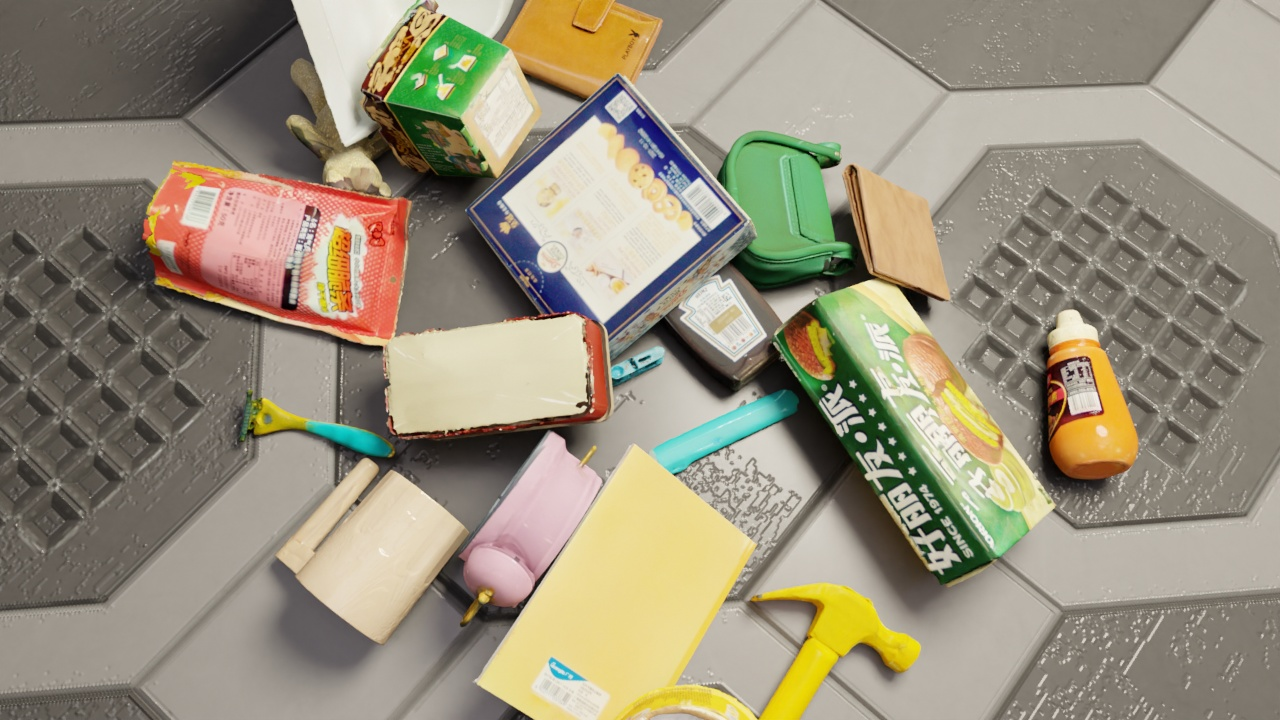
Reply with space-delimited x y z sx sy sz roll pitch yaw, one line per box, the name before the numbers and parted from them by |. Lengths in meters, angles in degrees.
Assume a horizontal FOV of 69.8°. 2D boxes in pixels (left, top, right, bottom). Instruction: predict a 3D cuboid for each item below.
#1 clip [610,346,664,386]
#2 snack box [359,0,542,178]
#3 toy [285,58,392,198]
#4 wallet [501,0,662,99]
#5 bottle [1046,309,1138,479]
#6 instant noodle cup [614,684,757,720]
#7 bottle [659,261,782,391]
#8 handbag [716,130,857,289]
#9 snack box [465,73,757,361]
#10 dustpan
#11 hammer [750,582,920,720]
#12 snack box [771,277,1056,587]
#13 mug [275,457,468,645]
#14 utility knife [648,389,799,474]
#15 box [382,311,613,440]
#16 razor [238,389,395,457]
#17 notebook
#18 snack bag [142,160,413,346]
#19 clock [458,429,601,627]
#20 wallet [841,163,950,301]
clip | -0.004 0.005 0.789 0.057 0.047 0.014 -25 74 -13
snack box | -0.154 -0.223 0.789 0.106 0.118 0.117 22 71 24
toy | -0.274 -0.207 0.826 0.105 0.066 0.157 0 60 -49
wallet | -0.055 -0.312 0.887 0.130 0.035 0.119 22 78 3
bottle | 0.379 0.024 0.787 0.067 0.067 0.149 3 64 -3
instant noodle cup | 0.031 0.289 0.615 0.138 0.110 0.137 -1 70 4
bottle | 0.043 -0.066 0.803 0.079 0.044 0.195 -39 77 -10
handbag | 0.129 -0.136 0.818 0.120 0.068 0.131 -5 72 -6
snack box | -0.028 -0.117 0.780 0.182 0.045 0.178 -40 74 8
dustpan | -0.188 -0.348 0.785 0.143 0.223 0.257 -4 42 5
hammer | 0.085 0.299 0.690 0.129 0.033 0.300 34 73 8
snack box | 0.219 0.049 0.741 0.114 0.063 0.240 -18 70 -43
mug | -0.209 0.140 0.707 0.125 0.084 0.103 26 68 33
utility knife | 0.069 0.062 0.779 0.151 0.013 0.029 -23 77 -13
box | -0.114 0.012 0.719 0.168 0.080 0.091 -7 82 12
razor | -0.262 0.058 0.750 0.132 0.028 0.043 13 94 4
notebook | -0.010 0.188 0.697 0.146 0.010 0.206 40 72 -22
snack bag | -0.302 -0.094 0.775 0.208 0.073 0.128 12 97 -2
clock | -0.091 0.131 0.693 0.060 0.117 0.158 37 71 -3
wallet | 0.227 -0.111 0.807 0.101 0.020 0.115 16 56 -32
